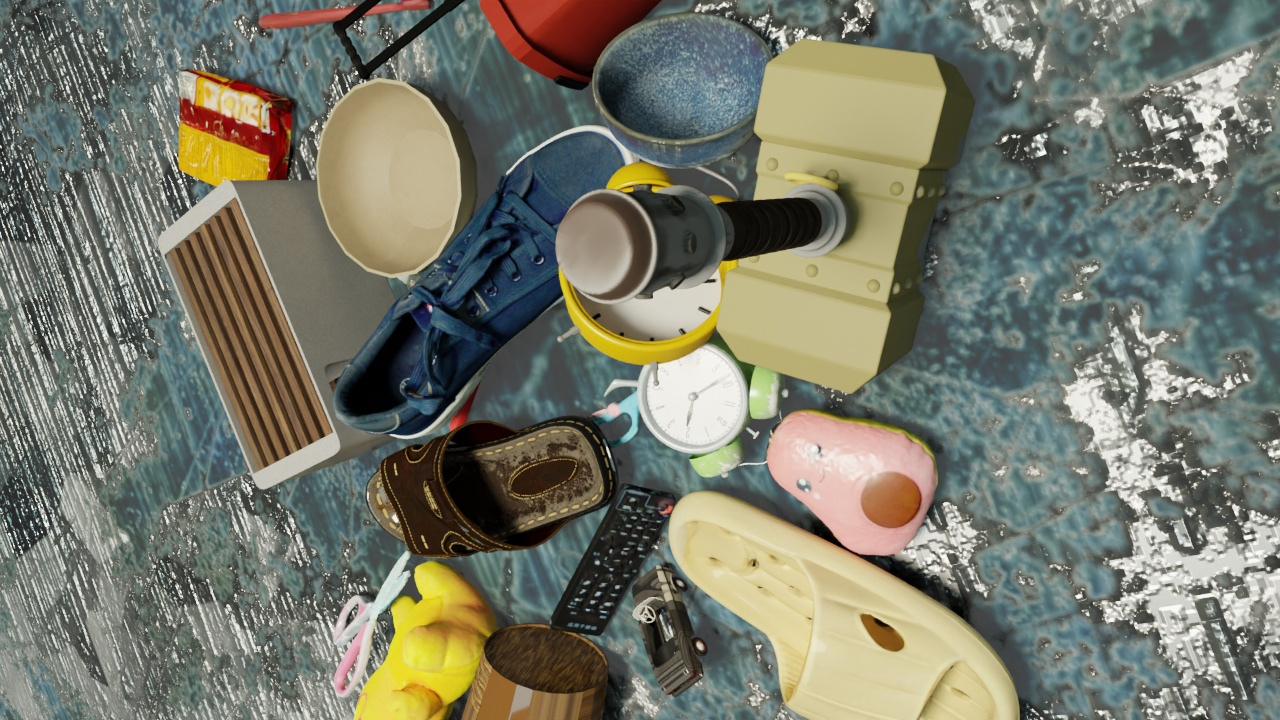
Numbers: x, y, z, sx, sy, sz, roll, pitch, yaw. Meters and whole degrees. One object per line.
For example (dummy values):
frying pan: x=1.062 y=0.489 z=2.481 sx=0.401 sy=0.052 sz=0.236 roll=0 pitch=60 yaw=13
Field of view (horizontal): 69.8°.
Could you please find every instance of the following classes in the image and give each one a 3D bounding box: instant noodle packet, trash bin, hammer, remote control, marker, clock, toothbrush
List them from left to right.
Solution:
instant noodle packet: x=-0.373 y=-0.206 z=0.837 sx=0.135 sy=0.039 sz=0.099 roll=22 pitch=110 yaw=23
trash bin: x=-0.287 y=-0.026 z=0.779 sx=0.115 sy=0.114 sz=0.229 roll=-24 pitch=88 yaw=31
toothbrush: x=-0.248 y=-0.291 z=0.760 sx=0.190 sy=0.016 sz=0.016 roll=5 pitch=98 yaw=29
marker: x=-0.131 y=-0.001 z=0.754 sx=0.013 sy=0.012 sz=0.142 roll=34 pitch=115 yaw=20
remote control: x=-0.024 y=0.154 z=0.711 sx=0.150 sy=0.047 sz=0.022 roll=-63 pitch=25 yaw=26
clock: x=0.011 y=-0.066 z=0.601 sx=0.113 sy=0.052 sz=0.151 roll=25 pitch=72 yaw=5
clock: x=0.047 y=0.026 z=0.635 sx=0.119 sy=0.042 sz=0.094 roll=39 pitch=112 yaw=11
hammer: x=0.063 y=-0.065 z=0.447 sx=0.101 sy=0.324 sz=0.190 roll=18 pitch=108 yaw=26

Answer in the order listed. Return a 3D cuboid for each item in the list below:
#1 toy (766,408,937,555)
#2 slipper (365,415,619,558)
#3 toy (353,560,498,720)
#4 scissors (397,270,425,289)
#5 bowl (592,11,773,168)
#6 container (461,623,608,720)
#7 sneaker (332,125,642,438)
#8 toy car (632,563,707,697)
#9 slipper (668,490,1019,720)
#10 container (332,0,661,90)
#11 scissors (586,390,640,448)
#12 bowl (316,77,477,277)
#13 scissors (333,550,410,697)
toy: x=0.133 y=0.074 z=0.594 sx=0.110 sy=0.051 sz=0.090 roll=25 pitch=118 yaw=19
slipper: x=-0.135 y=0.106 z=0.739 sx=0.269 sy=0.075 sz=0.113 roll=-16 pitch=93 yaw=34
toy: x=-0.192 y=0.278 z=0.806 sx=0.087 sy=0.134 sz=0.194 roll=20 pitch=111 yaw=-21
scissors: x=-0.163 y=-0.054 z=0.755 sx=0.142 sy=0.019 sz=0.127 roll=-15 pitch=86 yaw=36
bowl: x=0.029 y=-0.162 z=0.591 sx=0.114 sy=0.114 sz=0.061 roll=30 pitch=156 yaw=22
container: x=-0.091 y=0.312 z=0.736 sx=0.132 sy=0.132 sz=0.167 roll=18 pitch=103 yaw=26
sneaker: x=-0.116 y=-0.052 z=0.651 sx=0.295 sy=0.127 sz=0.120 roll=-46 pitch=77 yaw=11
toy car: x=0.018 y=0.198 z=0.680 sx=0.040 sy=0.037 sz=0.092 roll=-47 pitch=43 yaw=30
slipper: x=0.116 y=0.178 z=0.600 sx=0.261 sy=0.079 sz=0.111 roll=31 pitch=129 yaw=23
container: x=-0.086 y=-0.252 z=0.610 sx=0.201 sy=0.126 sz=0.148 roll=-32 pitch=83 yaw=21
scissors: x=-0.005 y=0.003 z=0.686 sx=0.135 sy=0.015 sz=0.133 roll=-38 pitch=83 yaw=24
bowl: x=-0.186 y=-0.145 z=0.734 sx=0.152 sy=0.050 sz=0.152 roll=7 pitch=103 yaw=29
scissors: x=-0.249 y=0.222 z=0.846 sx=0.179 sy=0.016 sz=0.103 roll=-60 pitch=33 yaw=23
